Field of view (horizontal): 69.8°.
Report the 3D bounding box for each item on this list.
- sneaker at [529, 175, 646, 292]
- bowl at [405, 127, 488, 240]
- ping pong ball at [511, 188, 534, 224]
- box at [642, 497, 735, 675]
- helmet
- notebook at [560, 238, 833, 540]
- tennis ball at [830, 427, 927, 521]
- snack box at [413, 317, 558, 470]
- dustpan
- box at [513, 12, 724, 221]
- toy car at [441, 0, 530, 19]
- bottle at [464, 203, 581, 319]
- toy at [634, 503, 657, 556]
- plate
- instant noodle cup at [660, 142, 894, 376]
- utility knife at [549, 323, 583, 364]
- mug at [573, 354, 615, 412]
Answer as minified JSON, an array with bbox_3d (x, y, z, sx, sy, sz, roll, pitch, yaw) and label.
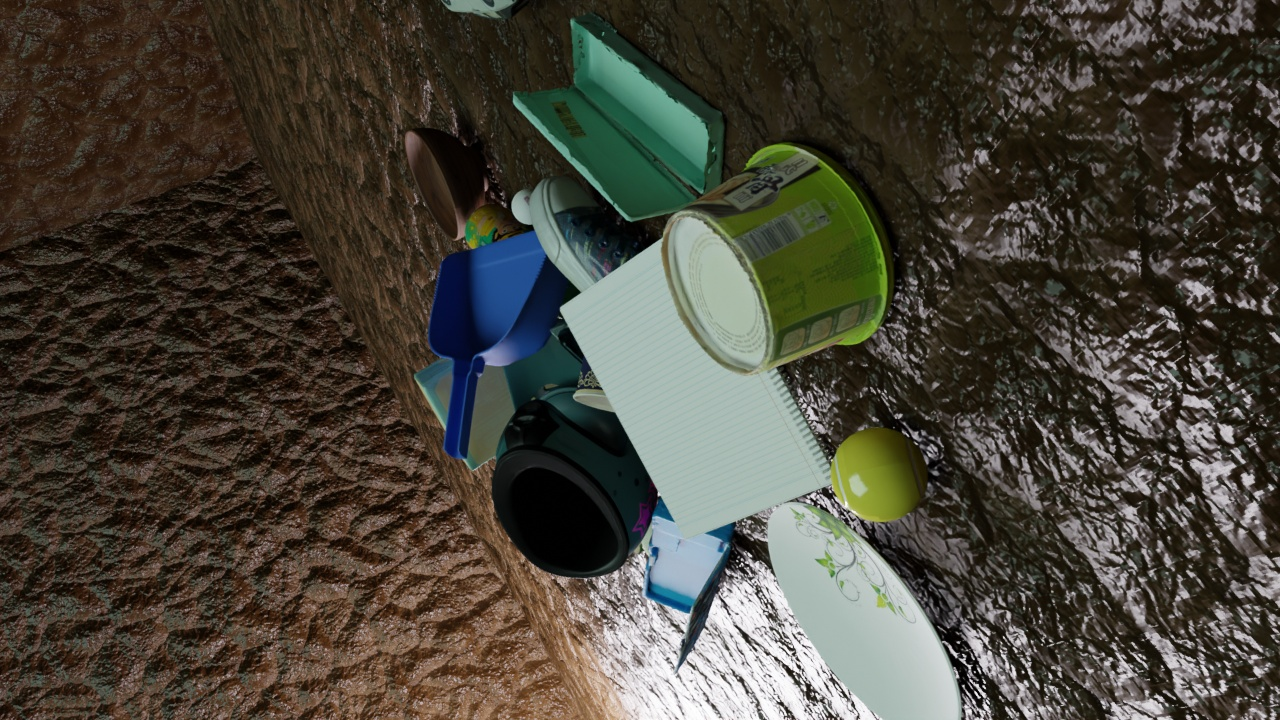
[{"bbox_3d":[-0.015,-0.089,0.861,0.079,0.087,0.235,-43,76,41],"label":"sneaker"},{"bbox_3d":[-0.237,-0.235,1.178,0.147,0.068,0.147,50,156,32],"label":"bowl"},{"bbox_3d":[-0.125,-0.173,1.034,0.040,0.040,0.040,49,156,31],"label":"ping pong ball"},{"bbox_3d":[0.041,0.272,1.069,0.094,0.115,0.244,19,146,10],"label":"box"},{"bbox_3d":[-0.078,0.102,1.056,0.199,0.177,0.275,-79,-26,-49],"label":"helmet"},{"bbox_3d":[0.045,0.023,0.800,0.178,0.013,0.245,-30,88,37],"label":"notebook"},{"bbox_3d":[0.166,0.079,0.638,0.065,0.065,0.065,49,156,31],"label":"tennis ball"},{"bbox_3d":[-0.160,0.027,1.129,0.044,0.193,0.141,37,155,49],"label":"snack box"},{"bbox_3d":[-0.163,-0.021,0.989,0.246,0.059,0.257,-5,76,49],"label":"dustpan"},{"bbox_3d":[-0.027,-0.188,0.719,0.188,0.092,0.077,49,157,32],"label":"box"},{"bbox_3d":[-0.137,-0.343,0.817,0.071,0.094,0.192,50,168,-33],"label":"toy car"},{"bbox_3d":[-0.136,-0.116,1.090,0.210,0.068,0.068,42,152,41],"label":"bottle"},{"bbox_3d":[0.018,0.221,1.168,0.113,0.050,0.087,-10,108,45],"label":"toy"},{"bbox_3d":[0.194,0.216,0.789,0.229,0.030,0.230,49,155,31],"label":"plate"},{"bbox_3d":[0.084,-0.061,0.609,0.146,0.097,0.146,49,156,31],"label":"instant noodle cup"},{"bbox_3d":[-0.033,0.014,0.975,0.172,0.028,0.020,42,176,-29],"label":"utility knife"},{"bbox_3d":[-0.005,0.005,0.926,0.086,0.111,0.089,-14,63,63],"label":"mug"}]
